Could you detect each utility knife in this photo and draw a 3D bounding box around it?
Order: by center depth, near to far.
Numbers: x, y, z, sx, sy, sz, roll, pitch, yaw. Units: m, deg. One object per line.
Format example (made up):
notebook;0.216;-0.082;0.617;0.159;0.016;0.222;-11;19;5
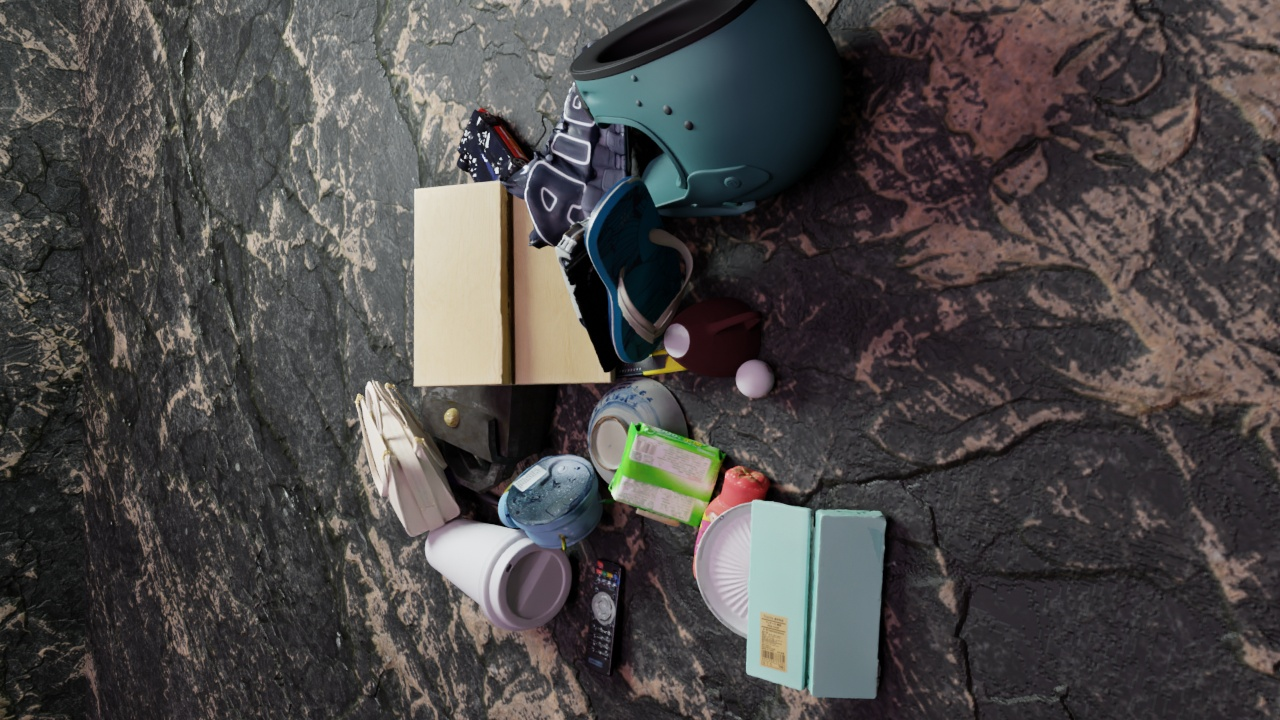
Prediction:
utility knife;-0.006;0.006;1.093;0.173;0.020;0.028;-10;85;44

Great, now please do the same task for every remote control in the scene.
remote control;-0.043;0.322;1.153;0.045;0.021;0.140;8;94;41

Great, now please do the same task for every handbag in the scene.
handbag;-0.221;0.078;1.239;0.198;0.102;0.199;16;104;41
handbag;-0.340;0.115;1.287;0.194;0.101;0.198;44;153;50

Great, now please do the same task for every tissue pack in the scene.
tissue pack;0.029;0.129;1.027;0.114;0.034;0.100;19;110;0

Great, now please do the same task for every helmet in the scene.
helmet;0.064;-0.236;0.889;0.275;0.176;0.200;-10;128;35

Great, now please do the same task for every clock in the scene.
clock;-0.114;0.170;1.143;0.162;0.117;0.060;22;144;47

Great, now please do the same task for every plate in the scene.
plate;0.134;0.219;0.947;0.157;0.014;0.157;3;101;18

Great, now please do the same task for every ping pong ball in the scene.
ping pong ball;0.120;0.019;0.961;0.040;0.040;0.040;4;97;43

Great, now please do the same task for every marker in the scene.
marker;-0.245;0.187;1.331;0.134;0.015;0.018;18;133;41

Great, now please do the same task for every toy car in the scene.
toy car;-0.047;-0.080;1.000;0.071;0.094;0.192;35;161;27
toy car;-0.187;-0.255;1.211;0.189;0.056;0.082;54;125;32

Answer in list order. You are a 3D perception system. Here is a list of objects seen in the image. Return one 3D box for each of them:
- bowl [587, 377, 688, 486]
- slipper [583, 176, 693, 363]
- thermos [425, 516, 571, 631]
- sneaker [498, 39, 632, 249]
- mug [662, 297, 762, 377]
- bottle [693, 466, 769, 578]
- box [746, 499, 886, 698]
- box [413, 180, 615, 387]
bowl;-0.017;0.095;1.084;0.151;0.056;0.151;5;97;43
slipper;0.011;-0.079;0.932;0.060;0.295;0.118;29;74;20
thermos;-0.201;0.272;1.233;0.222;0.131;0.131;7;98;50
sneaker;-0.087;-0.233;1.045;0.151;0.097;0.252;0;92;5
mug;0.076;-0.028;0.965;0.114;0.088;0.087;-27;75;41
bottle;0.100;0.181;0.988;0.071;0.048;0.134;25;110;35
box;0.169;0.236;0.907;0.139;0.052;0.187;1;96;14
box;-0.155;-0.093;1.120;0.253;0.068;0.247;-2;88;10
